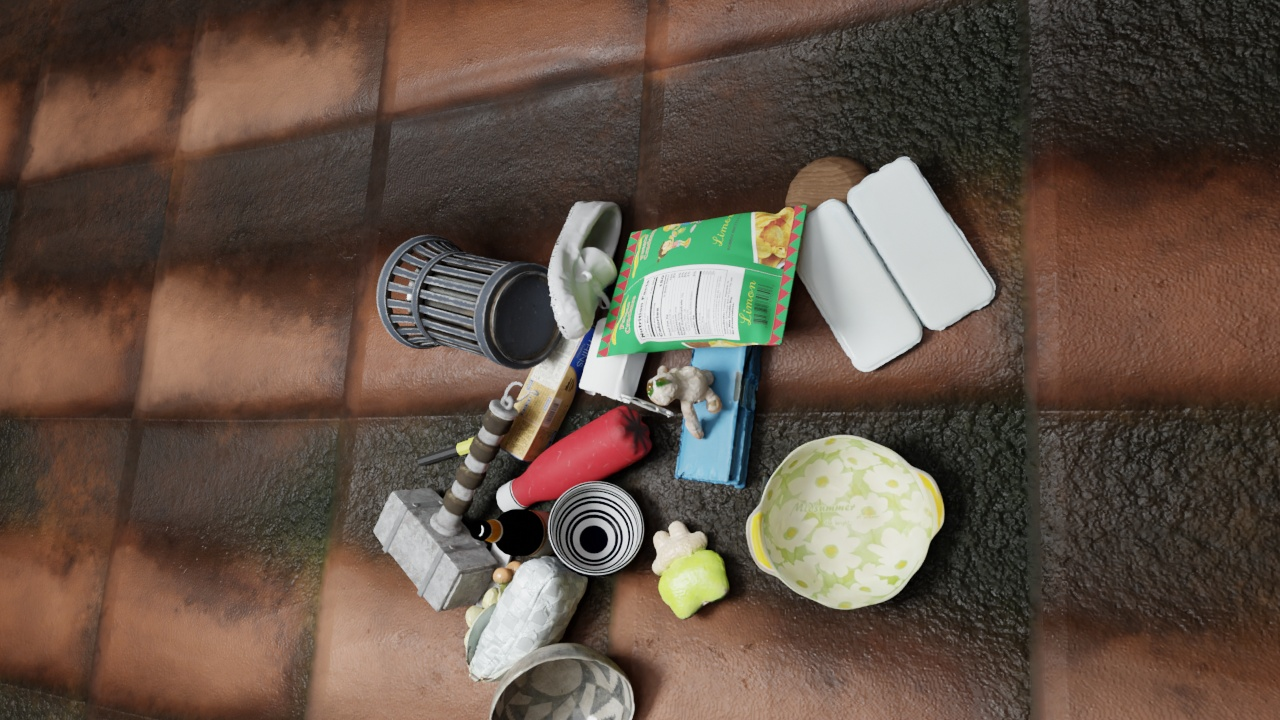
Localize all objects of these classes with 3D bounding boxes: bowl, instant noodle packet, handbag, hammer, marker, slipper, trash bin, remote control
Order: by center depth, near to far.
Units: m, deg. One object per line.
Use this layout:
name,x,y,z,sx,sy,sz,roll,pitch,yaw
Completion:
bowl,0.225,0.180,1.035,0.219,0.060,0.188,-14,85,0
bowl,-0.100,0.409,1.128,0.178,0.178,0.081,-46,27,10
instant noodle packet,0.072,-0.095,1.130,0.253,0.090,0.195,-4,58,33
bowl,0.235,-0.206,1.153,0.118,0.030,0.117,-6,76,25
bowl,-0.058,0.222,1.175,0.120,0.066,0.120,2,64,-5
handbag,-0.153,0.323,1.184,0.123,0.112,0.171,33,95,35
slipper,-0.069,-0.125,1.218,0.075,0.112,0.246,-16,40,27
hammer,-0.232,0.160,1.231,0.177,0.079,0.327,40,110,31
trash bin,-0.223,-0.076,1.245,0.228,0.164,0.164,15,85,41
remote control,-0.200,0.300,1.265,0.033,0.012,0.131,12,84,30
marker,-0.272,0.131,1.335,0.124,0.017,0.021,-18,38,23

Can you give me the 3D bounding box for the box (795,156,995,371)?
box,0.291,-0.114,1.093,0.189,0.037,0.208,-31,78,19

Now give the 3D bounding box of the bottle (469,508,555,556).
bottle,-0.155,0.218,1.165,0.059,0.181,0.059,-6,76,25

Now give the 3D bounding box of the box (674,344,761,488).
box,0.098,0.039,1.154,0.093,0.052,0.231,5,81,28

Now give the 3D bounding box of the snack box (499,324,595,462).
snack box,-0.123,0.038,1.261,0.056,0.057,0.206,27,90,27

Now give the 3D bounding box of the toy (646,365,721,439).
toy,0.048,0.044,1.107,0.074,0.105,0.085,-30,59,31

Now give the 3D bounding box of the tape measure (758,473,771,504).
tape measure,0.175,0.172,1.095,0.064,0.037,0.065,5,83,27

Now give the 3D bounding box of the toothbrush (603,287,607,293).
toothbrush,-0.115,-0.055,1.300,0.167,0.014,0.016,-37,66,14

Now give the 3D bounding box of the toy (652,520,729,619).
toy,0.057,0.255,1.132,0.092,0.046,0.115,-36,59,14

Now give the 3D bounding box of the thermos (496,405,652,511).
thermos,-0.096,0.142,1.215,0.240,0.073,0.073,-31,67,26

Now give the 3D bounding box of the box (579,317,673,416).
box,-0.007,0.007,1.188,0.150,0.080,0.106,15,87,40
